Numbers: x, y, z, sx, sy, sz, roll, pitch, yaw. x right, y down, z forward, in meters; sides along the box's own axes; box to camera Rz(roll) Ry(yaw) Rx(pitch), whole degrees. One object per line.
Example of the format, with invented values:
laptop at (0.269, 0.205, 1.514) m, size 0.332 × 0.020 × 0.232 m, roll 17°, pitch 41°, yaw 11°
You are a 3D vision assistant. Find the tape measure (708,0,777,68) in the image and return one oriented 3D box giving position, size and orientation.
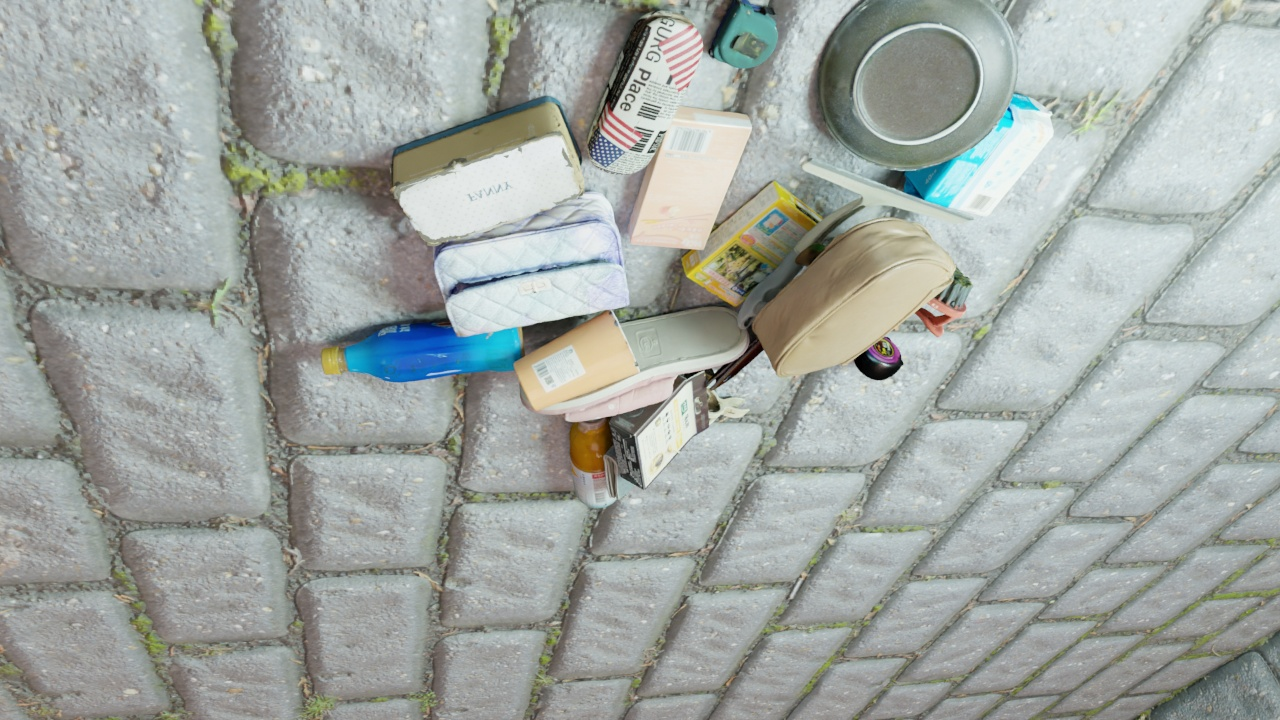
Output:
tape measure at (0.093, -0.284, 0.806) m, size 0.054 × 0.025 × 0.058 m, roll 10°, pitch 137°, yaw -24°

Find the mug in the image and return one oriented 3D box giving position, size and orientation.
mug at (-0.071, 0.004, 0.996) m, size 0.122 × 0.078 × 0.078 m, roll -26°, pitch 141°, yaw -4°

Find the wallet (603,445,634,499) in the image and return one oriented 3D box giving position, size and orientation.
wallet at (-0.002, 0.111, 1.199) m, size 0.129 × 0.037 × 0.107 m, roll -45°, pitch 155°, yaw -30°

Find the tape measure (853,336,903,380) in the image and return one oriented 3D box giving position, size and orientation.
tape measure at (0.302, -0.002, 1.174) m, size 0.057 × 0.057 × 0.039 m, roll -2°, pitch 141°, yaw -26°

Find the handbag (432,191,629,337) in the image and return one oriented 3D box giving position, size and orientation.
handbag at (-0.113, -0.093, 0.942) m, size 0.194 × 0.075 × 0.134 m, roll -11°, pitch 141°, yaw -1°

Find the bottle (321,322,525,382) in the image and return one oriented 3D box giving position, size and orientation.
bottle at (-0.239, -0.011, 1.015) m, size 0.218 × 0.065 × 0.065 m, roll -6°, pitch 140°, yaw -8°

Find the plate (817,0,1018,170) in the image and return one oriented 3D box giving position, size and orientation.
plate at (0.252, -0.253, 0.838) m, size 0.179 × 0.024 × 0.180 m, roll 6°, pitch 128°, yaw 7°

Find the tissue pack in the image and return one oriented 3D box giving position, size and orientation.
tissue pack at (0.337, -0.210, 0.927) m, size 0.090 × 0.063 × 0.140 m, roll 7°, pitch 137°, yaw -21°

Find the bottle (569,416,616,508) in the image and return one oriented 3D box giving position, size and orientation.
bottle at (-0.060, 0.125, 1.223) m, size 0.068 × 0.068 × 0.190 m, roll -8°, pitch 140°, yaw -6°

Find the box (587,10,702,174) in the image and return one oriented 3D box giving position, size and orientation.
box at (0.001, -0.240, 0.828) m, size 0.071 × 0.057 × 0.165 m, roll 22°, pitch 131°, yaw -12°

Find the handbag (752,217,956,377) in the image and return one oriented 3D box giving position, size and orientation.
handbag at (0.212, -0.067, 0.936) m, size 0.147 × 0.099 × 0.205 m, roll 0°, pitch 148°, yaw -40°

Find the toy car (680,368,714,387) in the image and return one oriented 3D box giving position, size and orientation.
toy car at (0.050, 0.013, 1.141) m, size 0.091 × 0.036 × 0.043 m, roll 19°, pitch 130°, yaw -27°

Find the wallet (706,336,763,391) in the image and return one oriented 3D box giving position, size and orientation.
wallet at (0.138, -0.017, 1.104) m, size 0.123 × 0.020 × 0.096 m, roll -45°, pitch 174°, yaw 32°

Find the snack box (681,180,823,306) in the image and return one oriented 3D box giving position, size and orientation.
snack box at (0.124, -0.124, 1.001) m, size 0.087 × 0.033 × 0.141 m, roll 26°, pitch 126°, yaw -38°

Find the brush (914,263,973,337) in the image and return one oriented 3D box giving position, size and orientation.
brush at (0.307, -0.086, 1.003) m, size 0.063 × 0.145 × 0.069 m, roll 10°, pitch 122°, yaw -24°

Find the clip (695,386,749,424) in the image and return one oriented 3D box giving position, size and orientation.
clip at (0.099, 0.070, 1.202) m, size 0.103 × 0.092 × 0.035 m, roll 24°, pitch 129°, yaw -22°

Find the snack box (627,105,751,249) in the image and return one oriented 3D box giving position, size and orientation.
snack box at (0.046, -0.179, 0.918) m, size 0.084 × 0.026 × 0.158 m, roll 2°, pitch 139°, yaw -18°

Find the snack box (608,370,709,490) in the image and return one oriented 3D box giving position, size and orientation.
snack box at (0.025, 0.077, 1.112) m, size 0.125 × 0.053 × 0.113 m, roll -46°, pitch 147°, yaw -29°

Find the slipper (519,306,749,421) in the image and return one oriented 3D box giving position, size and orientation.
slipper at (-0.006, 0.006, 1.066) m, size 0.274 × 0.114 × 0.054 m, roll -17°, pitch 137°, yaw -4°

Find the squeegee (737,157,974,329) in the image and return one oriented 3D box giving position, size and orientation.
squeegee at (0.179, -0.114, 0.972) m, size 0.246 × 0.039 × 0.247 m, roll 8°, pitch 143°, yaw -36°

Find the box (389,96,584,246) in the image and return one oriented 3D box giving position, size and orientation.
box at (-0.135, -0.176, 0.853) m, size 0.184 × 0.059 × 0.090 m, roll -17°, pitch 141°, yaw 3°
